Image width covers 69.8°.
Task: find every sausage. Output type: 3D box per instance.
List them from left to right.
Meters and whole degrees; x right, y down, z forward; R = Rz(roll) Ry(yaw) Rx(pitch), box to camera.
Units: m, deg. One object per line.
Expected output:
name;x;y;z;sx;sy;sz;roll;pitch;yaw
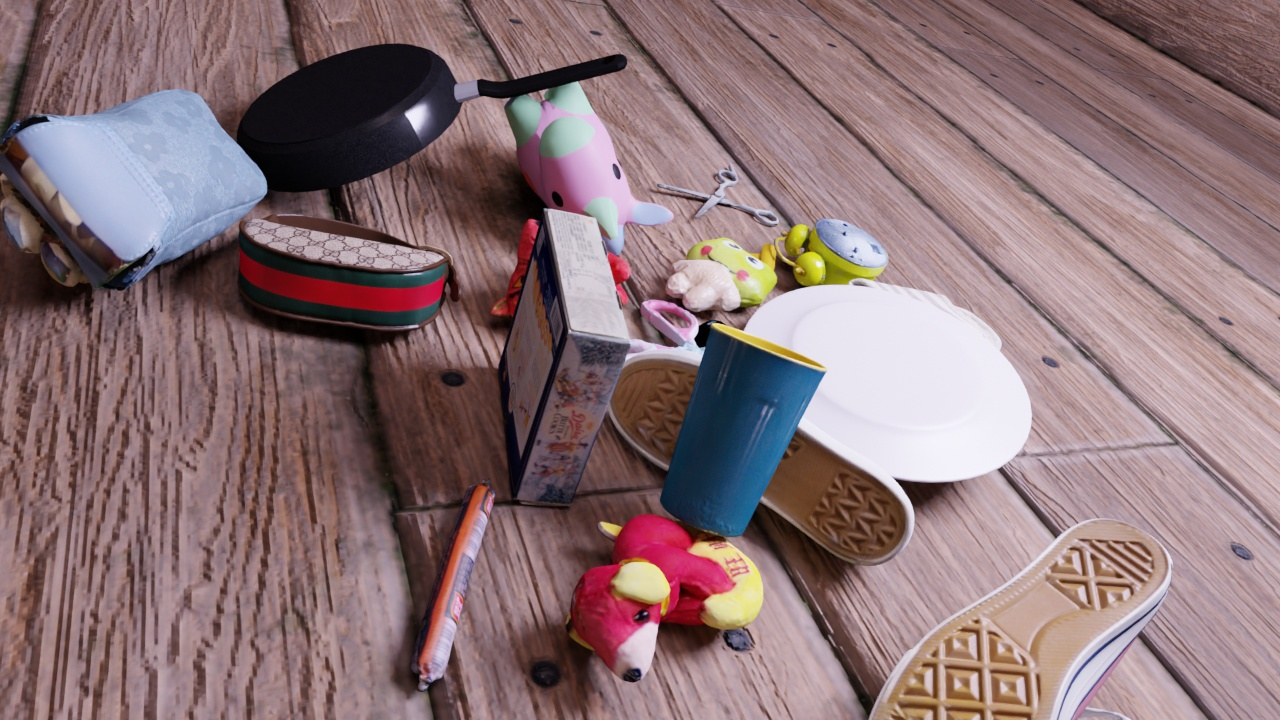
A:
sausage;-0.108;0.123;0.536;0.020;0.020;0.155;15;36;-6

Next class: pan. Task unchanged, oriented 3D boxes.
pan;-0.190;-0.240;0.819;0.356;0.044;0.203;-12;42;5

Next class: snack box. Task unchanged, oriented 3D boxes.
snack box;-0.057;-0.004;0.616;0.042;0.145;0.144;7;38;-19

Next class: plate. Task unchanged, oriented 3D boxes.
plate;0.203;0.005;0.759;0.242;0.016;0.242;5;40;-5

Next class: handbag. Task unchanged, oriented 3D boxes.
handbag;-0.374;-0.124;0.667;0.122;0.119;0.191;55;20;-19
handbag;-0.224;-0.078;0.717;0.166;0.063;0.138;8;28;-14

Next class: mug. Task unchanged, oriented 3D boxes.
mug;0.060;0.046;0.587;0.078;0.121;0.078;21;9;-3

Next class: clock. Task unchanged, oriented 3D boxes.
clock;0.191;-0.104;0.927;0.119;0.057;0.083;12;38;-18

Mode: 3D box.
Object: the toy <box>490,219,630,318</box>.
toy;-0.063;-0.057;0.768;0.088;0.094;0.132;29;9;26

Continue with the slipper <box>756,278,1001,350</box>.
slipper;0.228;-0.032;0.864;0.272;0.054;0.114;-1;36;-24

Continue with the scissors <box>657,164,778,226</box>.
scissors;0.091;-0.189;1.036;0.141;0.014;0.174;21;35;-2

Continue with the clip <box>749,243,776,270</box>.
clip;0.115;-0.099;0.918;0.048;0.045;0.054;39;35;-15

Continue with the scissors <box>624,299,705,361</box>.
scissors;0.019;-0.009;0.739;0.168;0.014;0.170;-8;30;-26

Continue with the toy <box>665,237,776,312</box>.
toy;0.070;-0.077;0.856;0.092;0.043;0.117;40;43;24

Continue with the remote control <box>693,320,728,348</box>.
remote control;0.107;0.007;0.772;0.152;0.020;0.041;35;38;31

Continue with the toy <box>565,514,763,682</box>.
toy;0.011;0.130;0.549;0.105;0.067;0.137;35;30;32

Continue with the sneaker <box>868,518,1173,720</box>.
sneaker;0.221;0.192;0.538;0.240;0.088;0.118;-34;46;-20

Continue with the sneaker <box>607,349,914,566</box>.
sneaker;0.088;0.060;0.660;0.235;0.087;0.079;29;13;16

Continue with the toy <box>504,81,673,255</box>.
toy;-0.063;-0.181;0.880;0.120;0.171;0.222;-26;12;-2
